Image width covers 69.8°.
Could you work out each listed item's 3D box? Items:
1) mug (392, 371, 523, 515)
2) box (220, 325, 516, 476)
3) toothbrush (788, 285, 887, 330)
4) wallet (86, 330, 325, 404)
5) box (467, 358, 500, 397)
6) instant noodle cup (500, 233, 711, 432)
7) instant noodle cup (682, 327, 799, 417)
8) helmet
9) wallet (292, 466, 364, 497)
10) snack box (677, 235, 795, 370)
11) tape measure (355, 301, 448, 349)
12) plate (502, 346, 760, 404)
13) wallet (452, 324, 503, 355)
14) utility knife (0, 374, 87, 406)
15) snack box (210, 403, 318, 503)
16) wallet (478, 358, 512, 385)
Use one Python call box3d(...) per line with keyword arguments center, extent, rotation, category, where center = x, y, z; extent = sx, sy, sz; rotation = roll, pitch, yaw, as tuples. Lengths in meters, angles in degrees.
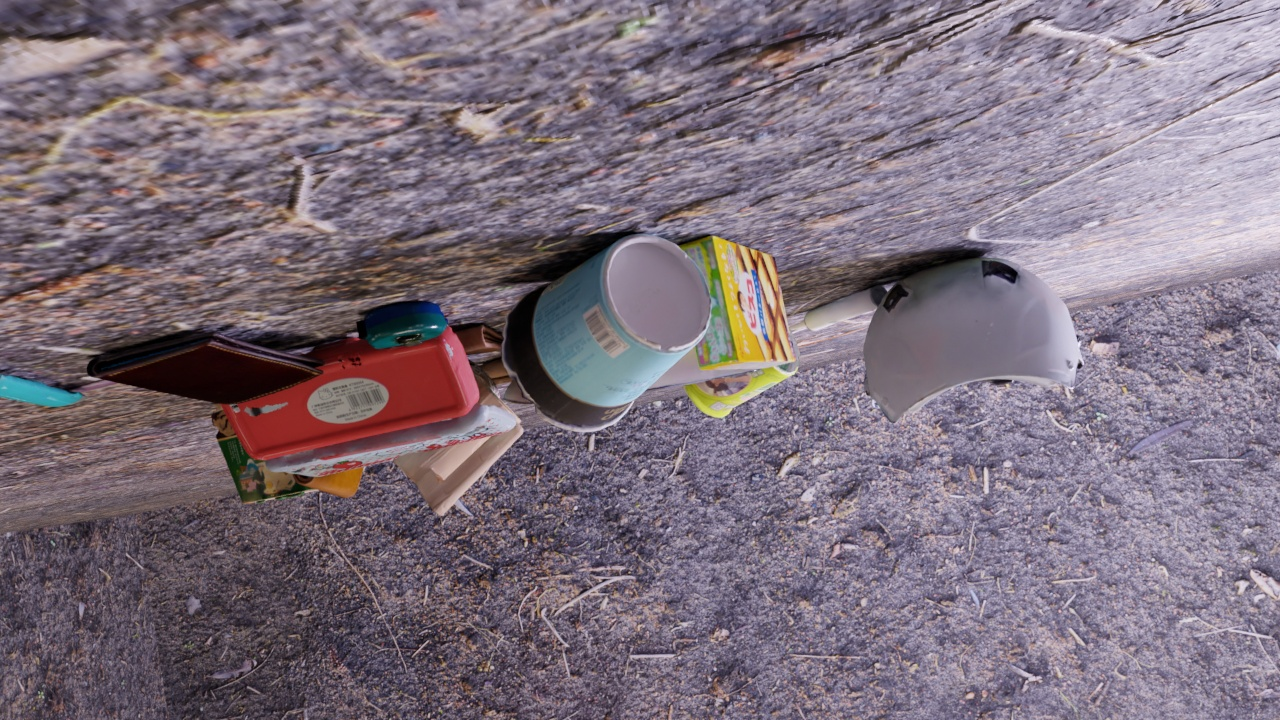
box3d(center=(-0.166, 0.072, 0.833), extent=(0.103, 0.084, 0.125), rotation=(-45, -146, -6), category="mug")
box3d(center=(-0.216, 0.046, 0.735), extent=(0.201, 0.069, 0.158), rotation=(-13, 138, 11), category="box")
box3d(center=(0.233, -0.056, 1.158), extent=(0.026, 0.026, 0.221), rotation=(1, 170, -24), category="toothbrush")
box3d(center=(-0.292, 0.006, 0.631), extent=(0.096, 0.020, 0.122), rotation=(-15, 167, 12), category="wallet")
box3d(center=(-0.211, 0.043, 0.958), extent=(0.086, 0.075, 0.162), rotation=(-43, -169, -25), category="box")
box3d(center=(-0.017, -0.023, 0.596), extent=(0.111, 0.111, 0.121), rotation=(-8, 165, -34), category="instant noodle cup")
box3d(center=(0.129, 0.001, 1.147), extent=(0.124, 0.111, 0.111), rotation=(-25, 168, 39), category="instant noodle cup")
box3d(center=(0.346, -0.035, 0.996), extent=(0.229, 0.146, 0.258), rotation=(-13, -177, 23), category="helmet")
box3d(center=(-0.289, 0.069, 0.889), extent=(0.035, 0.119, 0.131), rotation=(7, 166, 2), category="wallet")
box3d(center=(0.072, -0.038, 0.666), extent=(0.034, 0.087, 0.140), rotation=(-14, 174, 27), category="snack box")
box3d(center=(-0.165, -0.023, 0.639), extent=(0.058, 0.025, 0.054), rotation=(-12, 176, -5), category="tape measure")
box3d(center=(-0.005, 0.005, 0.903), extent=(0.265, 0.034, 0.162), rotation=(-9, -174, -29), category="plate")
box3d(center=(-0.174, -0.009, 0.810), extent=(0.101, 0.020, 0.115), rotation=(-11, 177, 4), category="wallet")
box3d(center=(-0.406, 0.018, 0.602), extent=(0.029, 0.013, 0.185), rotation=(-14, 177, -16), category="utility knife")
box3d(center=(-0.361, 0.088, 0.946), extent=(0.118, 0.105, 0.117), rotation=(-11, 176, 9), category="snack box")
box3d(center=(-0.114, 0.005, 1.023), extent=(0.115, 0.033, 0.090), rotation=(-11, 177, 34), category="wallet")
